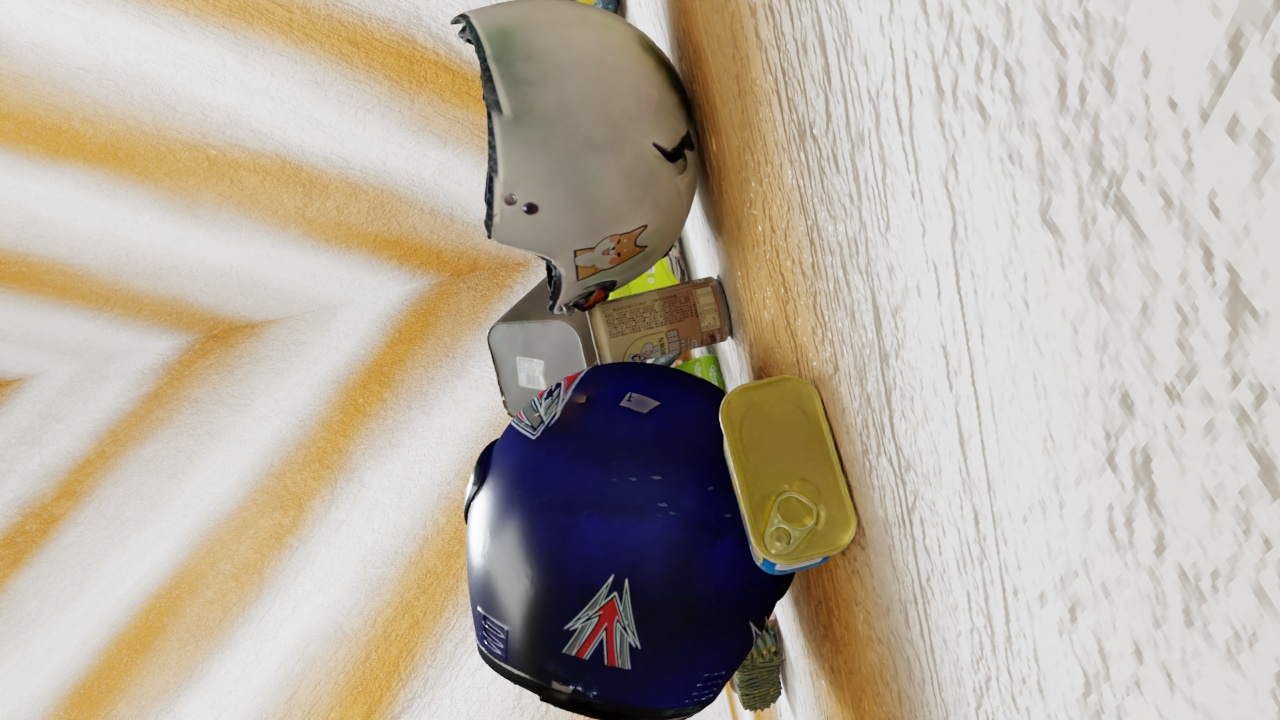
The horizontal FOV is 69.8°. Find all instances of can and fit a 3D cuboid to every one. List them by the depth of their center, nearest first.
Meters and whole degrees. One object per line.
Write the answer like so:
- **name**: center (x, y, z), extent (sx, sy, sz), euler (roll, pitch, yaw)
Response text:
- **can**: center (0.082, 0.070, 0.531), extent (0.083, 0.057, 0.102), euler (75, -179, -71)
- **can**: center (0.015, -0.032, 0.786), extent (0.058, 0.116, 0.058), euler (164, 93, -88)

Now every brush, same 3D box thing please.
- **brush**: center (0.118, 0.318, 0.984), extent (0.073, 0.063, 0.146), euler (-112, 6, -47)

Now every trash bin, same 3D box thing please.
- **trash bin**: center (-0.090, -0.024, 1.313), extent (0.219, 0.199, 0.199), euler (-42, -54, -54)

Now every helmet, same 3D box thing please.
- **helmet**: center (-0.032, -0.164, 0.721), extent (0.274, 0.157, 0.229), euler (57, -160, -67)
- **helmet**: center (-0.006, 0.122, 0.722), extent (0.315, 0.247, 0.240), euler (47, -123, -88)

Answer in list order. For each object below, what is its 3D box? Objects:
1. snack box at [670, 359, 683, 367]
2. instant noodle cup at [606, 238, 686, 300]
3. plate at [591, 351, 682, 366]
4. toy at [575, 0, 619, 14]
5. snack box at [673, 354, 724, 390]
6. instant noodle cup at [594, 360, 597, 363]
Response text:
- **snack box**: center (0.000, 0.065, 1.161), extent (0.075, 0.154, 0.026), euler (64, -161, 9)
- **instant noodle cup**: center (-0.002, -0.115, 0.991), extent (0.111, 0.111, 0.123), euler (-135, 40, -86)
- **plate**: center (-0.006, 0.006, 0.968), extent (0.024, 0.179, 0.179), euler (54, -177, -12)
- **toy**: center (-0.064, -0.424, 0.984), extent (0.357, 0.091, 0.137), euler (85, -161, -68)
- **snack box**: center (0.024, 0.056, 0.954), extent (0.157, 0.026, 0.085), euler (-21, 79, 43)
- **instant noodle cup**: center (-0.046, 0.113, 1.062), extent (0.164, 0.079, 0.189), euler (-77, -30, -58)
